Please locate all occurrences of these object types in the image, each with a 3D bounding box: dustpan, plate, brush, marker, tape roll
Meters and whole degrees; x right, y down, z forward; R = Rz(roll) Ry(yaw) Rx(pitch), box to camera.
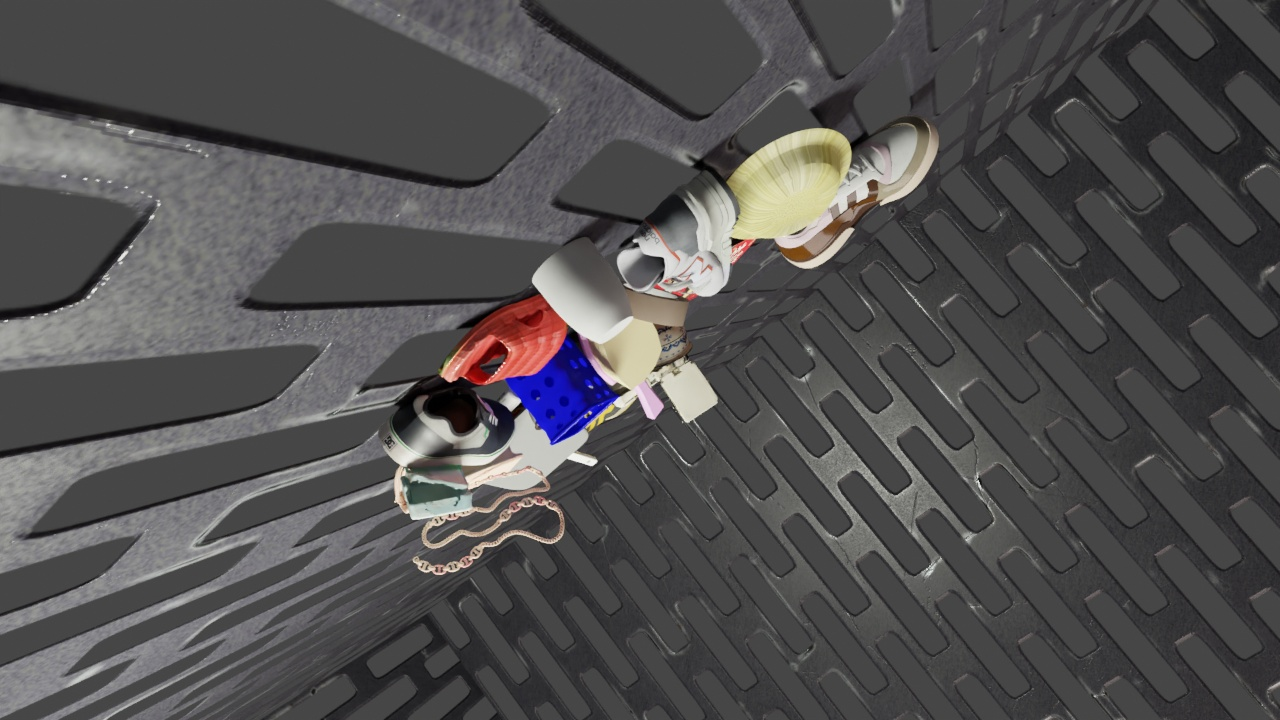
[{"bbox_3d":[-0.146,0.139,1.395,0.163,0.033,0.257,-41,143,19],"label":"dustpan"},{"bbox_3d":[0.183,-0.199,1.120,0.184,0.036,0.185,-19,151,-11],"label":"plate"},{"bbox_3d":[-0.007,0.007,1.199,0.089,0.043,0.229,-53,139,-21],"label":"brush"},{"bbox_3d":[-0.203,0.078,1.260,0.126,0.025,0.025,-44,170,34],"label":"marker"},{"bbox_3d":[0.008,-0.067,1.074,0.093,0.094,0.030,-16,122,-69],"label":"tape roll"}]

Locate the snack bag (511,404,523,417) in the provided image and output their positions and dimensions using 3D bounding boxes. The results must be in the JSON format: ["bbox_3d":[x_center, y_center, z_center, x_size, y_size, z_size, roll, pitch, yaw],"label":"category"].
[{"bbox_3d":[-0.200,0.120,1.376,0.207,0.066,0.139,-36,165,-9],"label":"snack bag"}]

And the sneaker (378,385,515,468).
[{"bbox_3d":[-0.193,0.066,1.041,0.079,0.084,0.235,-41,168,16],"label":"sneaker"}]

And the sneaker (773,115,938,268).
[{"bbox_3d":[0.312,-0.271,1.390,0.294,0.111,0.116,-41,151,19],"label":"sneaker"}]

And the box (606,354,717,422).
[{"bbox_3d":[0.022,0.038,1.434,0.143,0.181,0.081,-34,139,-5],"label":"box"}]

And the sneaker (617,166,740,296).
[{"bbox_3d":[0.034,-0.120,1.033,0.124,0.089,0.240,-32,162,-13],"label":"sneaker"}]

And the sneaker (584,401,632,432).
[{"bbox_3d":[-0.105,0.085,1.503,0.239,0.086,0.122,-41,170,7],"label":"sneaker"}]

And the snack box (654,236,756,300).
[{"bbox_3d":[0.089,-0.136,1.308,0.132,0.036,0.152,-32,170,-39],"label":"snack box"}]

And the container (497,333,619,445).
[{"bbox_3d":[-0.100,0.028,1.114,0.085,0.113,0.085,-42,171,21],"label":"container"}]

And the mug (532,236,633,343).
[{"bbox_3d":[-0.047,-0.064,0.919,0.071,0.089,0.107,-40,172,9],"label":"mug"}]

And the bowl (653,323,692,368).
[{"bbox_3d":[0.014,-0.035,1.357,0.115,0.059,0.115,-14,-161,5],"label":"bowl"}]

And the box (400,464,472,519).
[{"bbox_3d":[-0.235,0.140,1.045,0.072,0.086,0.199,-65,-165,-6],"label":"box"}]

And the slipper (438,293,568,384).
[{"bbox_3d":[-0.113,-0.024,0.975,0.248,0.059,0.104,-31,169,-50],"label":"slipper"}]

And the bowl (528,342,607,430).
[{"bbox_3d":[-0.103,0.025,1.246,0.145,0.067,0.145,-37,172,-6],"label":"bowl"}]

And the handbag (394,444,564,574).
[{"bbox_3d":[-0.229,0.198,1.204,0.198,0.187,0.117,-20,162,-30],"label":"handbag"}]
